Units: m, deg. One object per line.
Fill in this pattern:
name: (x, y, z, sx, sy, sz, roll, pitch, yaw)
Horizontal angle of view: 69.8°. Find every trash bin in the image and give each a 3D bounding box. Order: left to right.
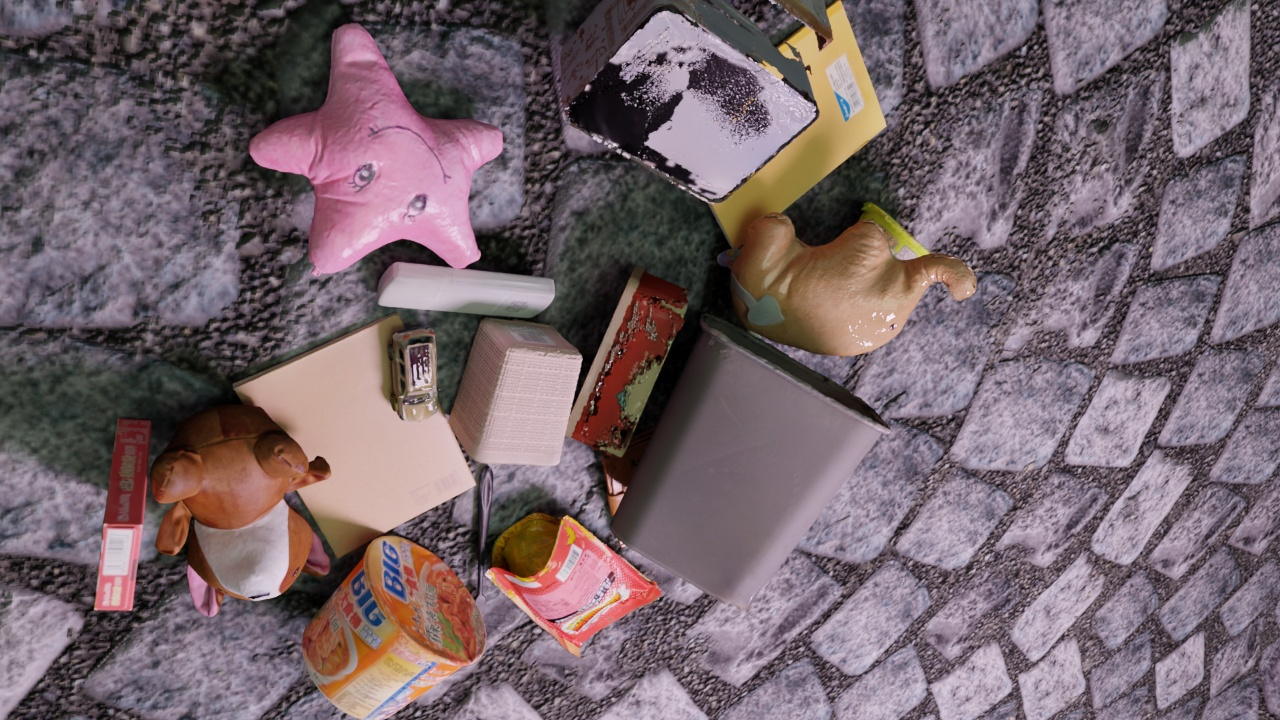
trash bin: (0.094, 0.095, 0.891, 0.199, 0.198, 0.220, 30, 99, 2)

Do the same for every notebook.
notebook: (-0.252, 0.074, 0.843, 0.149, 0.012, 0.212, -26, 126, -14)
notebook: (0.138, -0.221, 0.877, 0.206, 0.010, 0.146, -40, 126, -7)

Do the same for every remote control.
remote control: (-0.150, -0.061, 0.798, 0.149, 0.021, 0.058, 3, 158, -31)

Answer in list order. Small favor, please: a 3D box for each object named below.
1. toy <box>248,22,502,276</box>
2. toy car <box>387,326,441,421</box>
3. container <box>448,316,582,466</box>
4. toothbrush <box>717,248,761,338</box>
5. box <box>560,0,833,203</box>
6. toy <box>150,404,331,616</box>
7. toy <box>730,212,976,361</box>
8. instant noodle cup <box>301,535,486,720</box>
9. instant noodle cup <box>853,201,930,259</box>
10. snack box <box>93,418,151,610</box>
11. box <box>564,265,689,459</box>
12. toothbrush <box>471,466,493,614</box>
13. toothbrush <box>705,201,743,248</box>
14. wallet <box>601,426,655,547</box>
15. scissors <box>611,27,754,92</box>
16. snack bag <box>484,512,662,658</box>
toy: (-0.196, -0.136, 0.710, 0.194, 0.075, 0.178, 35, 84, -36)
toy car: (-0.199, 0.016, 0.814, 0.042, 0.035, 0.091, -10, 122, -25)
container: (-0.113, 0.026, 0.845, 0.090, 0.090, 0.111, 7, 110, -31)
toothbrush: (0.117, -0.037, 0.975, 0.029, 0.020, 0.190, -4, 130, 22)
box: (0.038, -0.267, 0.751, 0.180, 0.205, 0.158, 18, 143, -35)
toy: (-0.330, 0.136, 0.771, 0.140, 0.130, 0.200, -8, 133, -23)
toy: (0.199, -0.066, 0.884, 0.226, 0.082, 0.144, 7, 126, 10)
instant noodle cup: (-0.240, 0.261, 0.878, 0.111, 0.151, 0.151, -42, 129, 9)
instant noodle cup: (0.236, -0.085, 0.962, 0.123, 0.111, 0.111, -47, 129, 13)
snack box: (-0.393, 0.113, 0.698, 0.025, 0.153, 0.075, 7, 113, -29)
box: (-0.005, 0.005, 0.872, 0.077, 0.091, 0.168, 23, 107, -2)
toothbrush: (-0.165, 0.188, 0.954, 0.015, 0.018, 0.181, -4, 116, -26)
toothbrush: (0.081, -0.143, 0.897, 0.014, 0.017, 0.189, -49, 127, -9)
wallet: (0.012, 0.135, 1.010, 0.107, 0.031, 0.132, -21, 123, -19)
scissors: (0.026, -0.253, 0.808, 0.165, 0.014, 0.163, -51, 130, 4)
snack bag: (-0.072, 0.249, 1.011, 0.128, 0.073, 0.208, -38, 133, 1)
